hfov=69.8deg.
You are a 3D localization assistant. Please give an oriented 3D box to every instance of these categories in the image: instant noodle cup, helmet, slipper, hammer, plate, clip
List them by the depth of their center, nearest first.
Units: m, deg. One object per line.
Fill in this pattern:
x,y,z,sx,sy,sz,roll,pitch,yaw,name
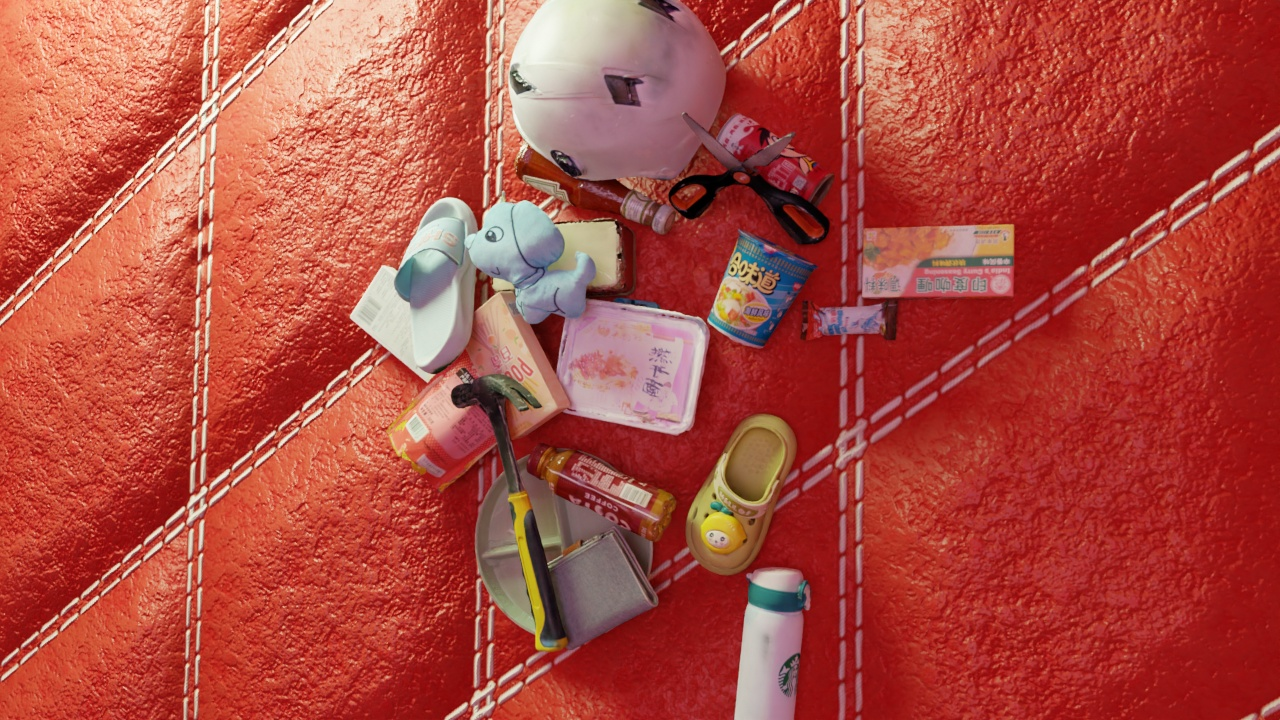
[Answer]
0.128,-0.077,1.021,0.099,0.099,0.110,30,104,16,instant noodle cup
0.107,0.147,1.022,0.092,0.081,0.190,25,92,19,slipper
-0.039,-0.328,1.024,0.259,0.146,0.228,18,76,15,helmet
-0.136,0.173,1.051,0.126,0.031,0.323,-16,87,44,hammer
-0.006,0.006,1.072,0.173,0.060,0.138,10,91,16,instant noodle cup
-0.004,-0.066,1.096,0.057,0.046,0.014,10,89,17,clip
-0.253,-0.096,1.107,0.104,0.074,0.245,-30,51,30,slipper
-0.092,0.221,1.107,0.230,0.027,0.230,-1,88,17,plate

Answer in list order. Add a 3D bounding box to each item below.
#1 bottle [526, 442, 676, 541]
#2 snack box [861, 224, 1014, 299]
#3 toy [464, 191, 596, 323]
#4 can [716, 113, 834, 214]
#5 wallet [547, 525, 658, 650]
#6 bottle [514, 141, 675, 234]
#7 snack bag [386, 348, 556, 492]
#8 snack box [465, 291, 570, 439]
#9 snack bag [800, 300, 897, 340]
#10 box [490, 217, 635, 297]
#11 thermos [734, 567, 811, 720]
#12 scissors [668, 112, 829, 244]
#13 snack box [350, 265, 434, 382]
-0.048,0.146,1.051,0.175,0.057,0.057,23,94,17,bottle
0.320,-0.106,0.992,0.156,0.027,0.077,1,89,17,snack box
-0.128,-0.119,1.049,0.162,0.049,0.156,-7,86,19,toy
0.150,-0.223,1.036,0.133,0.053,0.053,38,99,15,can
-0.054,0.260,1.058,0.130,0.037,0.106,-34,77,25,wallet
-0.054,-0.206,1.097,0.206,0.059,0.060,27,95,16,bottle
-0.210,0.055,1.135,0.208,0.073,0.128,-45,81,3,snack bag
-0.152,0.006,1.081,0.085,0.026,0.157,-34,78,30,snack box
0.231,-0.045,1.019,0.104,0.026,0.048,3,100,18,snack bag
-0.095,-0.118,1.095,0.168,0.077,0.091,-1,87,18,box
0.144,0.340,1.008,0.073,0.073,0.224,6,89,17,thermos
0.115,-0.187,0.991,0.221,0.231,0.021,28,69,-17,scissors
-0.294,-0.045,1.180,0.157,0.027,0.085,37,98,15,snack box
